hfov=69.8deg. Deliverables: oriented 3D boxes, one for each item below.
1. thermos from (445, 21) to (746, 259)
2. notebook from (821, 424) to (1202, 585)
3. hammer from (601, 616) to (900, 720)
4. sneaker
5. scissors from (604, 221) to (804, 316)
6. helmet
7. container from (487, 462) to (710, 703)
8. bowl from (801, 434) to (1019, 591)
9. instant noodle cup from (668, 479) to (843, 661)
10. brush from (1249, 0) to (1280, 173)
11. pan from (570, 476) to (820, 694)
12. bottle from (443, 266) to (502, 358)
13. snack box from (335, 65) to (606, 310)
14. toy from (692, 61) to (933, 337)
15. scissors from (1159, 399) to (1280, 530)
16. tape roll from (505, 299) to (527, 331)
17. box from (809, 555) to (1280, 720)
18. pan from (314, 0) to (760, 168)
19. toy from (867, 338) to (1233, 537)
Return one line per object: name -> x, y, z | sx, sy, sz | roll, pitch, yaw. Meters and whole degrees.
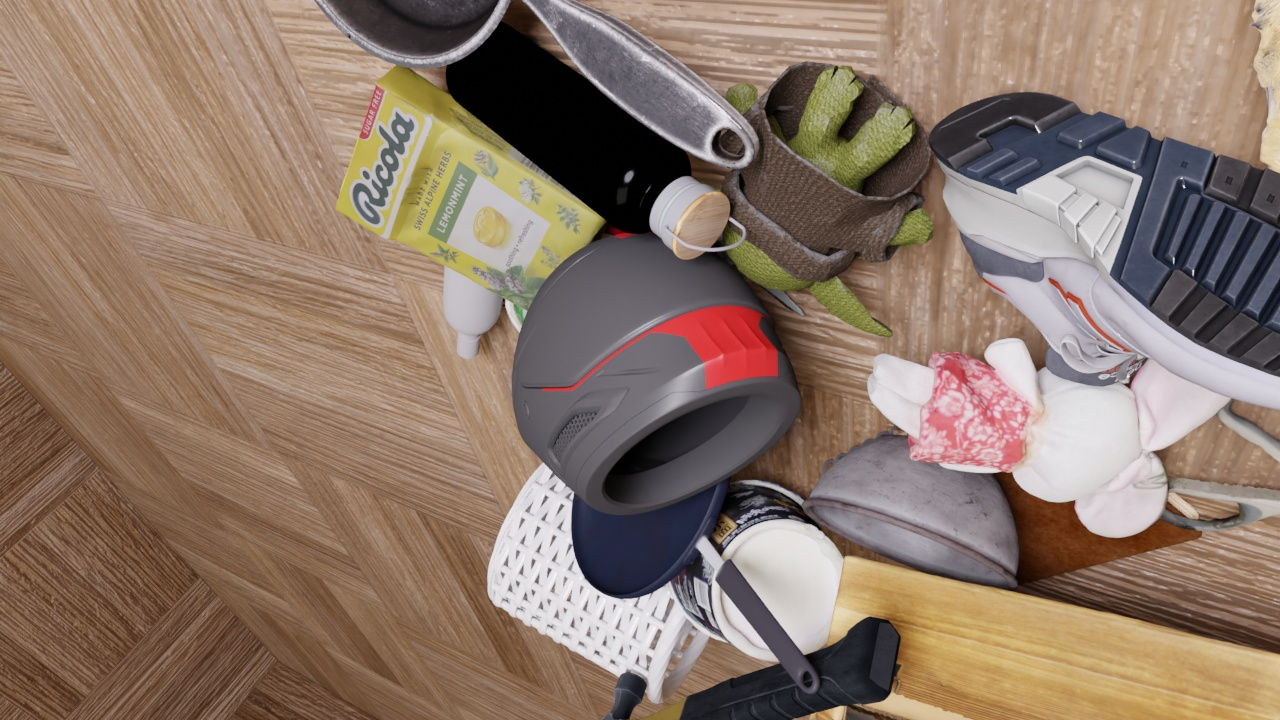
thermos -> -0.027, -0.128, 0.552 | 0.231, 0.061, 0.061 | 41, 151, 28
notebook -> 0.254, 0.098, 0.674 | 0.167, 0.024, 0.226 | 39, 146, -5
hammer -> 0.052, 0.245, 0.637 | 0.025, 0.117, 0.334 | 36, 139, -11
sneaker -> 0.234, -0.031, 0.430 | 0.239, 0.089, 0.124 | 56, 176, 45
scissors -> 0.028, -0.098, 0.645 | 0.195, 0.015, 0.179 | 1, 133, 39
helmet -> -0.004, 0.004, 0.630 | 0.265, 0.164, 0.169 | 118, 137, -54
container -> -0.018, 0.196, 0.882 | 0.187, 0.188, 0.190 | 24, 144, 19
bowl -> 0.189, 0.096, 0.621 | 0.145, 0.067, 0.145 | 23, 166, 6
instant noodle cup -> 0.095, 0.168, 0.715 | 0.137, 0.137, 0.112 | 40, 176, -5
brush -> 0.286, -0.121, 0.356 | 0.083, 0.056, 0.271 | 8, 136, 40
pan -> 0.037, 0.124, 0.678 | 0.021, 0.199, 0.356 | 25, -170, -30
bottle -> -0.146, -0.063, 0.803 | 0.052, 0.052, 0.196 | 31, 145, 7
snack box -> -0.118, -0.112, 0.659 | 0.181, 0.045, 0.122 | 30, 133, -9
toy -> 0.098, -0.099, 0.527 | 0.179, 0.078, 0.153 | 38, 153, 5
scissors -> 0.382, 0.074, 0.533 | 0.169, 0.012, 0.157 | -22, 112, 38
tape roll -> -0.076, -0.037, 0.806 | 0.094, 0.018, 0.094 | 23, 143, 18
box -> 0.261, 0.290, 0.596 | 0.280, 0.263, 0.269 | 9, 164, 29
pan -> -0.074, -0.217, 0.513 | 0.357, 0.055, 0.188 | 36, 130, 9
toy -> 0.230, 0.036, 0.531 | 0.194, 0.084, 0.159 | 8, 123, 5
